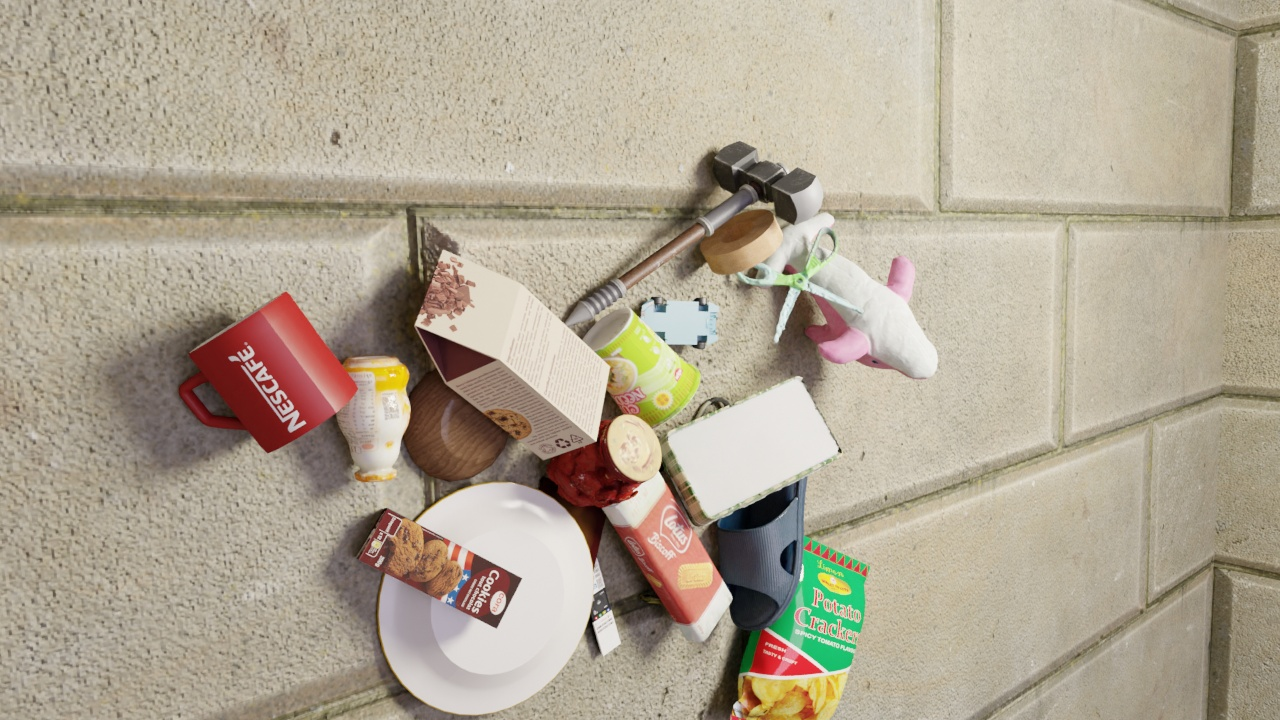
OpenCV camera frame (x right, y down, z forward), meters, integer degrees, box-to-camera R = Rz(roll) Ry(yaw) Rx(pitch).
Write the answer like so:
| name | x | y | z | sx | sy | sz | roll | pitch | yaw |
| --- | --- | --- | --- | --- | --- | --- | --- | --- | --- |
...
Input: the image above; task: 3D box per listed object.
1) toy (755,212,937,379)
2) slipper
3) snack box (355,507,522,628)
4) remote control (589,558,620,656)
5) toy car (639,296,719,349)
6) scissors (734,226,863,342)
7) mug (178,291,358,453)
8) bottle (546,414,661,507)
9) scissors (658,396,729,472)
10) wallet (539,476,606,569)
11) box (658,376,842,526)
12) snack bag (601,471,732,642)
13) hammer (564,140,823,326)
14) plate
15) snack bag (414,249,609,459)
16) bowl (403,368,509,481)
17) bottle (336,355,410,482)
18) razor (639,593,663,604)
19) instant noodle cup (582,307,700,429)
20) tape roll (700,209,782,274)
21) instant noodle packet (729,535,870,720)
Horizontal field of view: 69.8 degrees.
| name | x | y | z | sx | sy | sz | roll | pitch | yaw |
| --- | --- | --- | --- | --- | --- | --- | --- | --- | --- |
| toy | 0.263 | -0.062 | 1.185 | 0.265 | 0.128 | 0.186 | 44 | 65 | 1 |
| slipper | 0.144 | 0.197 | 1.123 | 0.082 | 0.101 | 0.263 | 20 | 78 | -41 |
| snack box | -0.185 | 0.191 | 0.845 | 0.141 | 0.032 | 0.051 | 31 | 72 | -14 |
| remote control | -0.049 | 0.268 | 1.017 | 0.028 | 0.012 | 0.124 | -27 | 111 | -36 |
| toy car | 0.039 | -0.044 | 1.057 | 0.107 | 0.027 | 0.060 | 0 | 94 | -31 |
| scissors | 0.193 | -0.095 | 1.122 | 0.172 | 0.021 | 0.171 | 27 | 69 | 2 |
| mug | -0.302 | 0.017 | 0.728 | 0.116 | 0.080 | 0.096 | -30 | 107 | 6 |
| bottle | -0.036 | 0.102 | 0.945 | 0.099 | 0.111 | 0.098 | 22 | 53 | -33 |
| scissors | 0.054 | 0.094 | 1.094 | 0.169 | 0.013 | 0.132 | 9 | 88 | -37 |
| wallet | -0.081 | 0.191 | 0.971 | 0.091 | 0.018 | 0.115 | 23 | 76 | -30 |
| box | 0.128 | 0.104 | 1.075 | 0.205 | 0.050 | 0.117 | -23 | 76 | -25 |
| snack bag | 0.032 | 0.215 | 1.037 | 0.077 | 0.041 | 0.225 | -49 | 122 | -36 |
| hammer | 0.042 | -0.128 | 1.012 | 0.321 | 0.156 | 0.043 | -37 | 138 | -18 |
| plate | -0.142 | 0.235 | 0.904 | 0.229 | 0.021 | 0.230 | 0 | 90 | -32 |
| snack bag | -0.125 | -0.006 | 0.865 | 0.206 | 0.070 | 0.094 | 44 | 39 | -35 |
| bowl | -0.169 | 0.060 | 0.883 | 0.117 | 0.030 | 0.118 | -4 | 97 | -41 |
| bottle | -0.234 | 0.051 | 0.804 | 0.063 | 0.063 | 0.108 | -5 | 98 | -41 |
| razor | 0.029 | 0.233 | 1.078 | 0.042 | 0.026 | 0.105 | 19 | 77 | -38 |
| instant noodle cup | -0.006 | 0.006 | 0.984 | 0.108 | 0.099 | 0.098 | 49 | 63 | -24 |
| tape roll | 0.118 | -0.139 | 1.071 | 0.093 | 0.094 | 0.027 | -47 | 122 | -28 |
| instant noodle packet | 0.215 | 0.368 | 1.203 | 0.195 | 0.090 | 0.252 | 29 | 75 | -38 |
